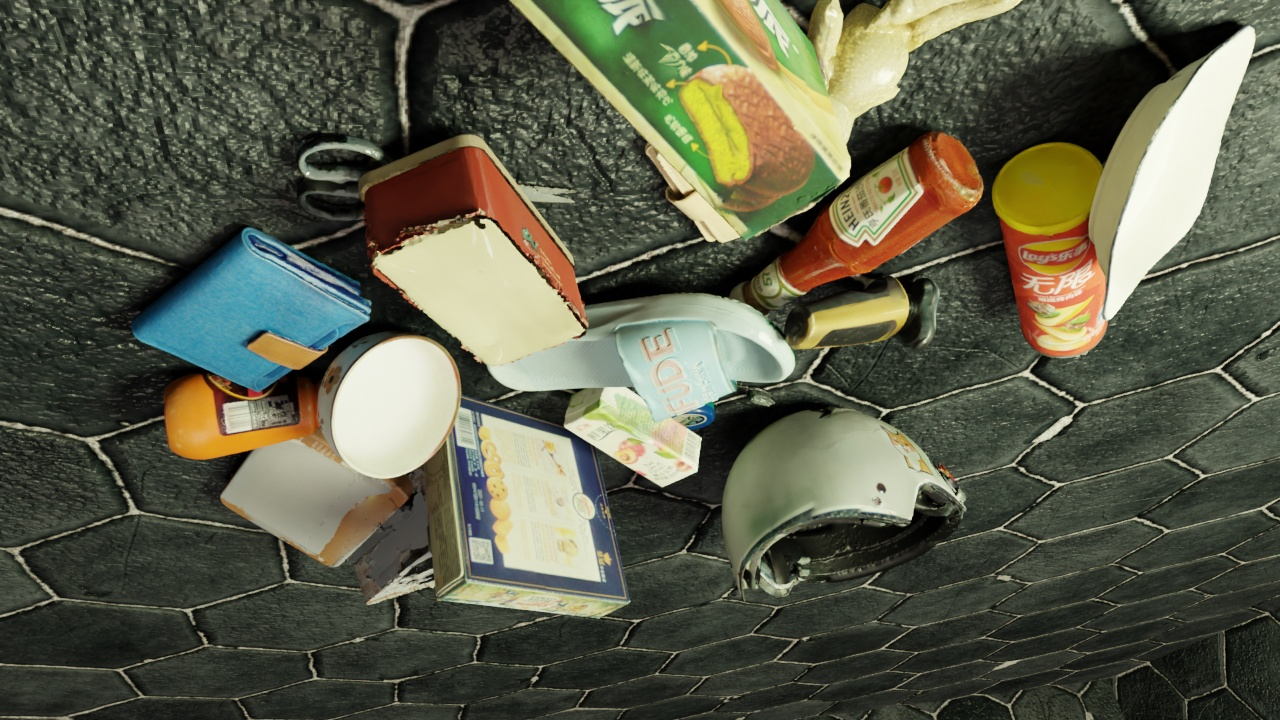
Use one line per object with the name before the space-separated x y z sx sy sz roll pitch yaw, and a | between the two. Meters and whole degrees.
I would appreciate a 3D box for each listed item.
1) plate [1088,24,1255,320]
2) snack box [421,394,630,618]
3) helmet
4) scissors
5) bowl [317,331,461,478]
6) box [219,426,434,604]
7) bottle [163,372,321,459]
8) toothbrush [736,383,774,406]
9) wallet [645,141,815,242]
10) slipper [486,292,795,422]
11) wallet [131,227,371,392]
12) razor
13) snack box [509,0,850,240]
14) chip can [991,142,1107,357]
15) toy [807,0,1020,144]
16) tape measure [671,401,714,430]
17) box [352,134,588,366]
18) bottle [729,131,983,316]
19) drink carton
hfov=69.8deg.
plate | 0.340 -0.123 0.607 0.164 0.034 0.164 -40 140 -26
snack box | -0.103 0.129 0.810 0.182 0.177 0.046 22 131 -42
helmet | 0.190 0.133 0.931 0.231 0.156 0.273 -35 152 30
scissors | -0.124 -0.114 0.572 0.175 0.014 0.136 -16 149 8
bowl | -0.202 0.029 0.711 0.062 0.113 0.113 19 171 40
box | -0.240 0.143 0.864 0.273 0.126 0.179 20 138 -33
bottle | -0.291 0.039 0.725 0.149 0.066 0.067 -5 149 -23
toothbrush | 0.051 0.019 0.838 0.189 0.016 0.014 14 133 -33
wallet | 0.060 -0.121 0.606 0.087 0.024 0.115 -21 148 18
slipper | -0.004 0.004 0.714 0.246 0.074 0.104 -3 150 12
wallet | -0.270 -0.030 0.641 0.133 0.040 0.106 -27 141 26
razor | 0.173 -0.031 0.714 0.167 0.067 0.062 -10 151 -41
snack box | -0.004 -0.166 0.386 0.063 0.114 0.240 -30 131 27
chip can | 0.322 -0.076 0.712 0.073 0.073 0.216 -21 147 16
toy | 0.135 -0.169 0.512 0.158 0.066 0.105 -34 158 25
tape measure | 0.042 0.048 0.870 0.054 0.025 0.058 9 153 -30
box | -0.103 -0.056 0.593 0.091 0.079 0.168 -19 153 11
bottle | 0.143 -0.085 0.659 0.059 0.059 0.207 15 147 -35
drink carton | -0.005 0.064 0.836 0.122 0.045 0.054 35 137 -26
